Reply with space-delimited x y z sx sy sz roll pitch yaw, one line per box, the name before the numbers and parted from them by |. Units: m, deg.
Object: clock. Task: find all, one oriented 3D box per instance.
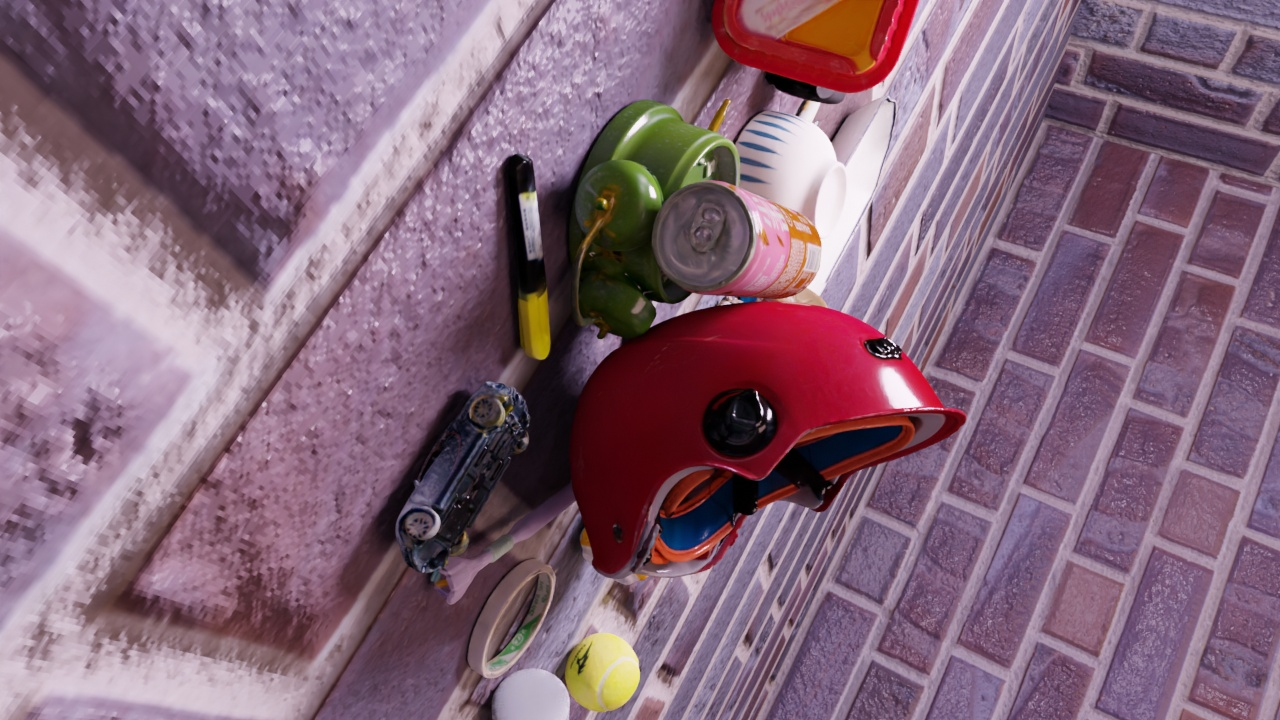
clock | 0.003 -0.079 0.530 0.160 0.056 0.116 -48 152 -39

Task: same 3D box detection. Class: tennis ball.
tennis ball | -0.033 0.273 0.804 0.065 0.065 0.066 -50 154 -36

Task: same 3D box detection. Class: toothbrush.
toothbrush | -0.071 0.105 0.601 0.188 0.021 0.029 -28 105 -60
toothbrush | 0.115 -0.155 0.771 0.191 0.018 0.016 -61 160 -12

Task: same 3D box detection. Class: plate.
plate | 0.193 -0.154 0.936 0.265 0.034 0.162 -59 158 -19

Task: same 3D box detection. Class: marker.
marker | -0.058 -0.050 0.475 0.018 0.015 0.124 -48 150 -41

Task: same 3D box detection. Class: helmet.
helmet | 0.060 0.034 0.574 0.240 0.144 0.207 -30 159 14

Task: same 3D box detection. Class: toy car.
toy car | -0.094 0.060 0.478 0.105 0.031 0.049 -61 158 -16

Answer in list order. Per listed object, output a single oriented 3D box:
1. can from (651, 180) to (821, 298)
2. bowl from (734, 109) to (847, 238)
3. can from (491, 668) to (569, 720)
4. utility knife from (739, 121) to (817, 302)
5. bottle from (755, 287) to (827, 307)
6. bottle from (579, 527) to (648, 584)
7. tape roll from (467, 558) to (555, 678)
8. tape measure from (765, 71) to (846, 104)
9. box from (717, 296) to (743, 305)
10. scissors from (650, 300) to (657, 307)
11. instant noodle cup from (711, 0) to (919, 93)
can | 0.059 -0.064 0.518 0.147 0.058 0.058 -6 118 -66
bowl | 0.118 -0.130 0.710 0.116 0.066 0.117 -34 133 -45
can | -0.086 0.306 0.722 0.058 0.058 0.147 -45 151 -43
utility knife | 0.125 -0.123 0.824 0.034 0.018 0.188 -19 131 -60
bottle | 0.102 0.030 0.858 0.065 0.065 0.219 -33 151 -55
bottle | 0.000 0.119 0.723 0.108 0.063 0.063 -58 158 -21
tape roll | -0.089 0.181 0.644 0.085 0.014 0.086 -50 154 -36
tape measure | 0.129 -0.217 0.687 0.057 0.057 0.039 -20 129 -51
box | 0.081 0.042 0.799 0.061 0.090 0.184 -39 143 -58
scissors | -0.012 0.010 0.653 0.160 0.012 0.164 -52 153 -33
instant noodle cup | 0.117 -0.235 0.577 0.124 0.117 0.116 -44 151 -68
